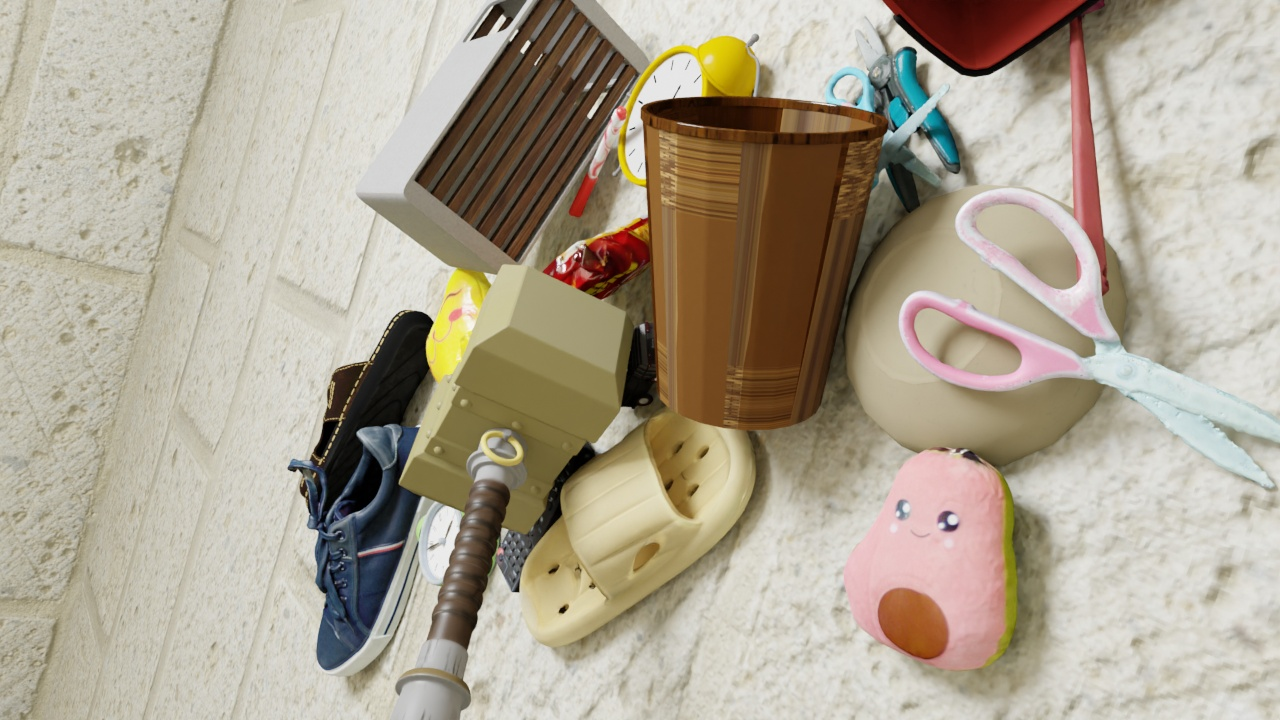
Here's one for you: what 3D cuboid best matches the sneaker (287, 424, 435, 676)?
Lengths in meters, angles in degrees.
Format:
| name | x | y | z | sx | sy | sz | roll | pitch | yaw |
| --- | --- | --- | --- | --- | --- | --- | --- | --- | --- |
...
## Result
| name | x | y | z | sx | sy | sz | roll | pitch | yaw |
| --- | --- | --- | --- | --- | --- | --- | --- | --- | --- |
| sneaker | -0.303 | 0.193 | 0.938 | 0.121 | 0.127 | 0.295 | 38 | 110 | 49 |

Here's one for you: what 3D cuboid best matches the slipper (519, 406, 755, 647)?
| name | x | y | z | sx | sy | sz | roll | pitch | yaw |
| --- | --- | --- | --- | --- | --- | --- | --- | --- | --- |
| slipper | -0.028 | 0.117 | 0.655 | 0.262 | 0.079 | 0.111 | -48 | 42 | 32 |

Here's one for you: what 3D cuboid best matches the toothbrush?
| name | x | y | z | sx | sy | sz | roll | pitch | yaw |
| --- | --- | --- | --- | --- | --- | --- | --- | --- | --- |
| toothbrush | 0.219 | -0.116 | 0.446 | 0.017 | 0.016 | 0.189 | -12 | 59 | 42 |

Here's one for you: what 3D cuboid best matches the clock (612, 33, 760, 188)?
| name | x | y | z | sx | sy | sz | roll | pitch | yaw |
| --- | --- | --- | --- | --- | --- | --- | --- | --- | --- |
| clock | 0.036 | -0.182 | 0.693 | 0.152 | 0.052 | 0.113 | -1 | 78 | 55 |

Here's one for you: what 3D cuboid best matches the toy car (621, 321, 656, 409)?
| name | x | y | z | sx | sy | sz | roll | pitch | yaw |
| --- | --- | --- | --- | --- | --- | --- | --- | --- | --- |
| toy car | -0.004 | 0.004 | 0.673 | 0.092 | 0.037 | 0.040 | 121 | 147 | -65 |

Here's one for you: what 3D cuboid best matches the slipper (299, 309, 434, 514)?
| name | x | y | z | sx | sy | sz | roll | pitch | yaw |
| --- | --- | --- | --- | --- | --- | --- | --- | --- | --- |
| slipper | -0.306 | 0.057 | 1.004 | 0.076 | 0.112 | 0.268 | 33 | 104 | 23 |

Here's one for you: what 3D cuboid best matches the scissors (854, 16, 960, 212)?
| name | x | y | z | sx | sy | sz | roll | pitch | yaw |
| --- | --- | --- | --- | --- | --- | --- | --- | --- | --- |
| scissors | 0.159 | -0.155 | 0.552 | 0.142 | 0.019 | 0.127 | 31 | 108 | 58 |

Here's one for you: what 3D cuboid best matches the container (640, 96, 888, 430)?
| name | x | y | z | sx | sy | sz | roll | pitch | yaw |
| --- | --- | --- | --- | --- | --- | --- | --- | --- | --- |
| container | 0.063 | -0.057 | 0.528 | 0.132 | 0.132 | 0.167 | 34 | 129 | 51 |

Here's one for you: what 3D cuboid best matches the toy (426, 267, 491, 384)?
| name | x | y | z | sx | sy | sz | roll | pitch | yaw |
| --- | --- | --- | --- | --- | --- | --- | --- | --- | --- |
| toy | -0.140 | 0.012 | 0.824 | 0.193 | 0.087 | 0.135 | -111 | 34 | -42 |

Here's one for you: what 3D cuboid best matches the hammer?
| name | x | y | z | sx | sy | sz | roll | pitch | yaw |
| --- | --- | --- | --- | --- | --- | --- | --- | --- | --- |
| hammer | -0.101 | 0.113 | 0.559 | 0.191 | 0.100 | 0.324 | -54 | 18 | 39 |

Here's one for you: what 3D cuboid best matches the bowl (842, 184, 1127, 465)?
| name | x | y | z | sx | sy | sz | roll | pitch | yaw |
| --- | --- | --- | --- | --- | --- | --- | --- | --- | --- |
| bowl | 0.163 | -0.023 | 0.478 | 0.153 | 0.050 | 0.152 | -21 | 63 | 47 |

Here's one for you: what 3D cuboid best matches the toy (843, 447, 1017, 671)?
| name | x | y | z | sx | sy | sz | roll | pitch | yaw |
| --- | --- | --- | --- | --- | --- | --- | --- | --- | --- |
| toy | 0.147 | 0.096 | 0.458 | 0.090 | 0.051 | 0.110 | 14 | 94 | 51 |

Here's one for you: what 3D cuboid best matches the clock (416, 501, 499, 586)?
| name | x | y | z | sx | sy | sz | roll | pitch | yaw |
| --- | --- | --- | --- | --- | --- | --- | --- | --- | --- |
| clock | -0.170 | 0.162 | 0.845 | 0.095 | 0.042 | 0.119 | -51 | 44 | 27 |

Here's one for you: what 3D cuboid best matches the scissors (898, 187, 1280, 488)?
| name | x | y | z | sx | sy | sz | roll | pitch | yaw |
| --- | --- | --- | --- | --- | --- | --- | --- | --- | --- |
| scissors | 0.206 | -0.014 | 0.396 | 0.179 | 0.016 | 0.103 | 27 | 110 | 27 |

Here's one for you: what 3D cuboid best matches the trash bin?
| name | x | y | z | sx | sy | sz | roll | pitch | yaw |
| --- | --- | --- | --- | --- | --- | --- | --- | --- | --- |
| trash bin | -0.117 | -0.199 | 0.781 | 0.115 | 0.114 | 0.228 | 16 | 71 | 54 |

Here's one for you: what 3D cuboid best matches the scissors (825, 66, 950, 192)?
| name | x | y | z | sx | sy | sz | roll | pitch | yaw |
| --- | --- | --- | --- | --- | --- | --- | --- | --- | --- |
| scissors | 0.135 | -0.119 | 0.555 | 0.135 | 0.015 | 0.134 | -112 | 34 | -52 |

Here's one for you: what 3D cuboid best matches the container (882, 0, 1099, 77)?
| name | x | y | z | sx | sy | sz | roll | pitch | yaw |
| --- | --- | --- | --- | --- | --- | --- | --- | --- | --- |
| container | 0.178 | -0.216 | 0.431 | 0.148 | 0.127 | 0.200 | -35 | 29 | 39 |

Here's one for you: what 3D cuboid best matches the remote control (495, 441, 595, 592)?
| name | x | y | z | sx | sy | sz | roll | pitch | yaw |
| --- | --- | --- | --- | --- | --- | --- | --- | --- | --- |
| remote control | -0.078 | 0.122 | 0.761 | 0.047 | 0.022 | 0.150 | 50 | 119 | 46 |

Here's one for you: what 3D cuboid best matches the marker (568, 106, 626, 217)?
| name | x | y | z | sx | sy | sz | roll | pitch | yaw |
| --- | --- | --- | --- | --- | --- | --- | --- | --- | --- |
| marker | -0.037 | -0.163 | 0.767 | 0.143 | 0.012 | 0.012 | 127 | 142 | -58 |

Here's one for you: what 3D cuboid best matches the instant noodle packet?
| name | x | y | z | sx | sy | sz | roll | pitch | yaw |
| --- | --- | --- | --- | --- | --- | --- | --- | --- | --- |
| instant noodle packet | -0.036 | -0.066 | 0.692 | 0.099 | 0.135 | 0.039 | -32 | 92 | 32 |
